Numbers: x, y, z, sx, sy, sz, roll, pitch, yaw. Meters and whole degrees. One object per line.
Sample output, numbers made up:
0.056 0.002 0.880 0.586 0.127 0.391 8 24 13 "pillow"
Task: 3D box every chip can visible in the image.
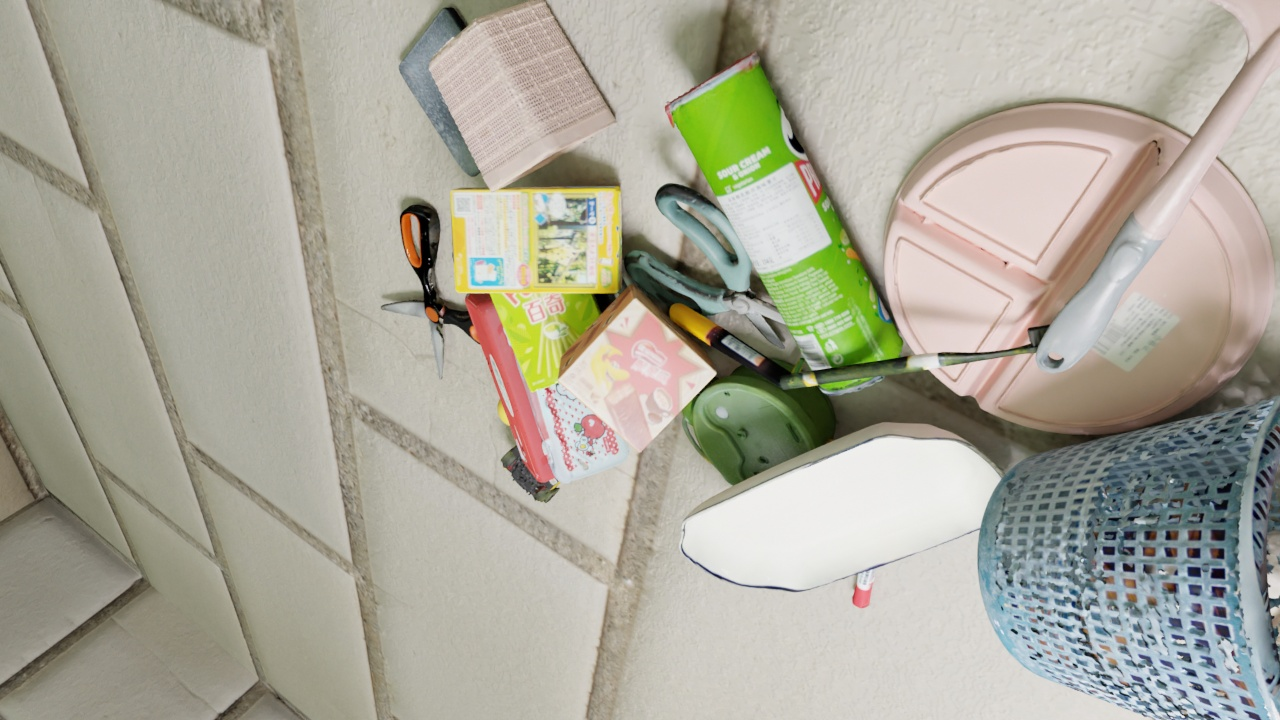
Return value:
0.103 -0.091 0.641 0.072 0.072 0.236 -16 110 47 "chip can"

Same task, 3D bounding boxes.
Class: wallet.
-0.155 -0.232 0.802 0.097 0.019 0.121 -25 102 47 "wallet"

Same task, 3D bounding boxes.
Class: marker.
0.203 0.167 0.805 0.017 0.017 0.145 23 134 27 "marker"
0.071 -0.012 0.734 0.124 0.018 0.015 34 151 30 "marker"

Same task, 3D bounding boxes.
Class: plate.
0.258 -0.046 0.575 0.230 0.028 0.230 23 134 26 "plate"
0.153 0.116 0.727 0.162 0.034 0.267 34 132 -31 "plate"

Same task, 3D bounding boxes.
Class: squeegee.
0.274 -0.081 0.482 0.248 0.040 0.250 31 130 16 "squeegee"

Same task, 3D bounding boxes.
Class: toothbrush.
0.181 -0.001 0.606 0.186 0.012 0.017 -10 109 26 "toothbrush"

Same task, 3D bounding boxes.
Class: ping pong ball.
-0.135 0.052 0.994 0.040 0.040 0.040 24 135 26 "ping pong ball"

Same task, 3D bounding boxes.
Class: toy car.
-0.098 0.099 0.998 0.071 0.041 0.156 44 134 5 "toy car"

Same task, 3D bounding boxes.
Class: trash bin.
0.320 0.123 0.534 0.226 0.226 0.195 57 152 -10 "trash bin"

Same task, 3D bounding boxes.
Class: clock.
0.096 0.058 0.782 0.162 0.056 0.116 -19 107 48 "clock"

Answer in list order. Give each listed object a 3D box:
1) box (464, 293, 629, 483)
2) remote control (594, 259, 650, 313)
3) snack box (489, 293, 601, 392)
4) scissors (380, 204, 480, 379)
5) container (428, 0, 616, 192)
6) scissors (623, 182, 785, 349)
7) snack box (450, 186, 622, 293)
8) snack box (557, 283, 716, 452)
-0.088 0.015 0.901 0.102 0.100 0.201 34 143 64 "box"
-0.002 -0.020 0.832 0.058 0.021 0.150 -8 116 45 "remote control"
-0.086 -0.058 0.808 0.086 0.026 0.156 -20 102 6 "snack box"
-0.208 -0.061 0.984 0.221 0.021 0.234 23 133 28 "scissors"
-0.095 -0.207 0.713 0.090 0.089 0.111 -17 107 47 "container"
0.051 -0.076 0.714 0.170 0.019 0.181 25 152 27 "scissors"
-0.086 -0.100 0.764 0.140 0.033 0.087 1 104 7 "snack box"
-0.005 0.004 0.768 0.093 0.077 0.094 42 98 -11 "snack box"
